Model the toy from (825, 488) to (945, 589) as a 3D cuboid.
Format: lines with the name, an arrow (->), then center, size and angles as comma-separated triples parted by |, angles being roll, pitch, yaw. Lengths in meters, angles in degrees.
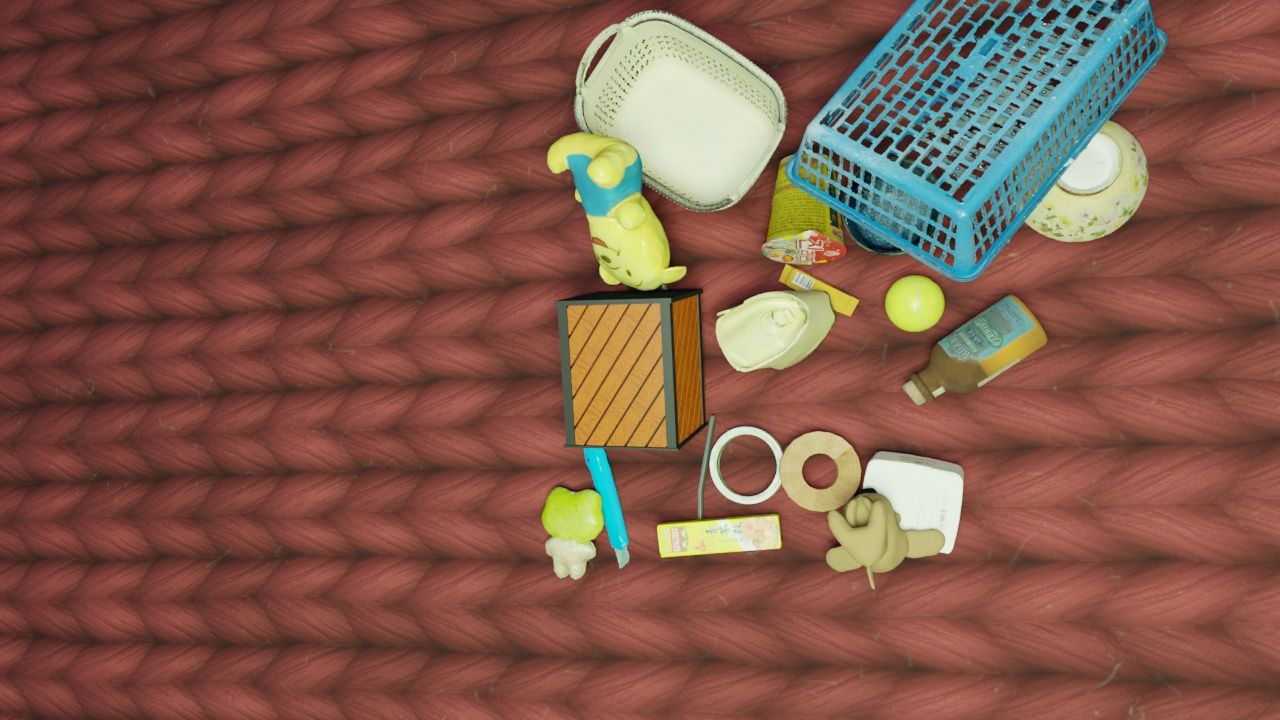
toy -> 0.248, 0.189, 0.985 | 0.134, 0.108, 0.105 | -17, 74, 24

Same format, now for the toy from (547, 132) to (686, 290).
toy -> -0.023, -0.170, 1.071 | 0.084, 0.214, 0.149 | -37, 40, -13

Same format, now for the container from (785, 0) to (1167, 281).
container -> 0.357, -0.294, 0.991 | 0.257, 0.089, 0.362 | 38, 84, 26

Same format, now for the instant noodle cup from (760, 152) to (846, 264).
instant noodle cup -> 0.197, -0.182, 1.100 | 0.100, 0.100, 0.112 | -1, 76, 19

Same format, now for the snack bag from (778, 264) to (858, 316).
snack bag -> 0.217, -0.085, 1.117 | 0.099, 0.020, 0.026 | 29, 100, 18

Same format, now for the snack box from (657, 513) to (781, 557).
snack box -> 0.096, 0.213, 1.118 | 0.148, 0.029, 0.040 | -7, 85, 10

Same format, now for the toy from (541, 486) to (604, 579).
toy -> -0.088, 0.223, 1.183 | 0.092, 0.043, 0.117 | 1, 88, 28

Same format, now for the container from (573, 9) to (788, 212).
container -> 0.053, -0.290, 1.114 | 0.251, 0.143, 0.185 | 36, 96, 10

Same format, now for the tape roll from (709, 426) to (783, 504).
tape roll -> 0.132, 0.129, 1.129 | 0.094, 0.018, 0.093 | -2, 85, 19

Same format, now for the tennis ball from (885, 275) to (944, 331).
tennis ball -> 0.316, -0.066, 1.057 | 0.065, 0.065, 0.065 | -2, 85, 19

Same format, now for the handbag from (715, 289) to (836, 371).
handbag -> 0.164, -0.040, 1.074 | 0.111, 0.119, 0.081 | -32, 76, 28

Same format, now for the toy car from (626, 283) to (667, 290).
toy car -> 0.012, -0.088, 1.179 | 0.049, 0.040, 0.113 | -19, 97, 23

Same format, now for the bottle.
bottle -> 0.369, -0.003, 1.033 | 0.157, 0.067, 0.068 | -36, 75, 13

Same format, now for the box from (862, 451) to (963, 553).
box -> 0.315, 0.159, 1.057 | 0.107, 0.095, 0.102 | 9, 101, 23

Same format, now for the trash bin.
trash bin -> -0.007, 0.006, 1.103 | 0.140, 0.139, 0.172 | 0, 99, 19

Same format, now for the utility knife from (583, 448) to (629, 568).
utility knife -> -0.042, 0.182, 1.186 | 0.031, 0.015, 0.174 | -17, 82, 20

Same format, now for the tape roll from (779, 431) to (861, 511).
tape roll -> 0.212, 0.131, 1.087 | 0.094, 0.027, 0.094 | 0, 87, 7

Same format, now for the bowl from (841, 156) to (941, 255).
bowl -> 0.296, -0.176, 1.076 | 0.114, 0.060, 0.114 | -1, 87, 18

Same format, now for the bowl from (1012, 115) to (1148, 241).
bowl -> 0.486, -0.209, 1.012 | 0.145, 0.063, 0.145 | -2, 83, 18

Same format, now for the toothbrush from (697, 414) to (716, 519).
toothbrush -> 0.079, 0.151, 1.149 | 0.013, 0.012, 0.167 | 9, 89, 27
